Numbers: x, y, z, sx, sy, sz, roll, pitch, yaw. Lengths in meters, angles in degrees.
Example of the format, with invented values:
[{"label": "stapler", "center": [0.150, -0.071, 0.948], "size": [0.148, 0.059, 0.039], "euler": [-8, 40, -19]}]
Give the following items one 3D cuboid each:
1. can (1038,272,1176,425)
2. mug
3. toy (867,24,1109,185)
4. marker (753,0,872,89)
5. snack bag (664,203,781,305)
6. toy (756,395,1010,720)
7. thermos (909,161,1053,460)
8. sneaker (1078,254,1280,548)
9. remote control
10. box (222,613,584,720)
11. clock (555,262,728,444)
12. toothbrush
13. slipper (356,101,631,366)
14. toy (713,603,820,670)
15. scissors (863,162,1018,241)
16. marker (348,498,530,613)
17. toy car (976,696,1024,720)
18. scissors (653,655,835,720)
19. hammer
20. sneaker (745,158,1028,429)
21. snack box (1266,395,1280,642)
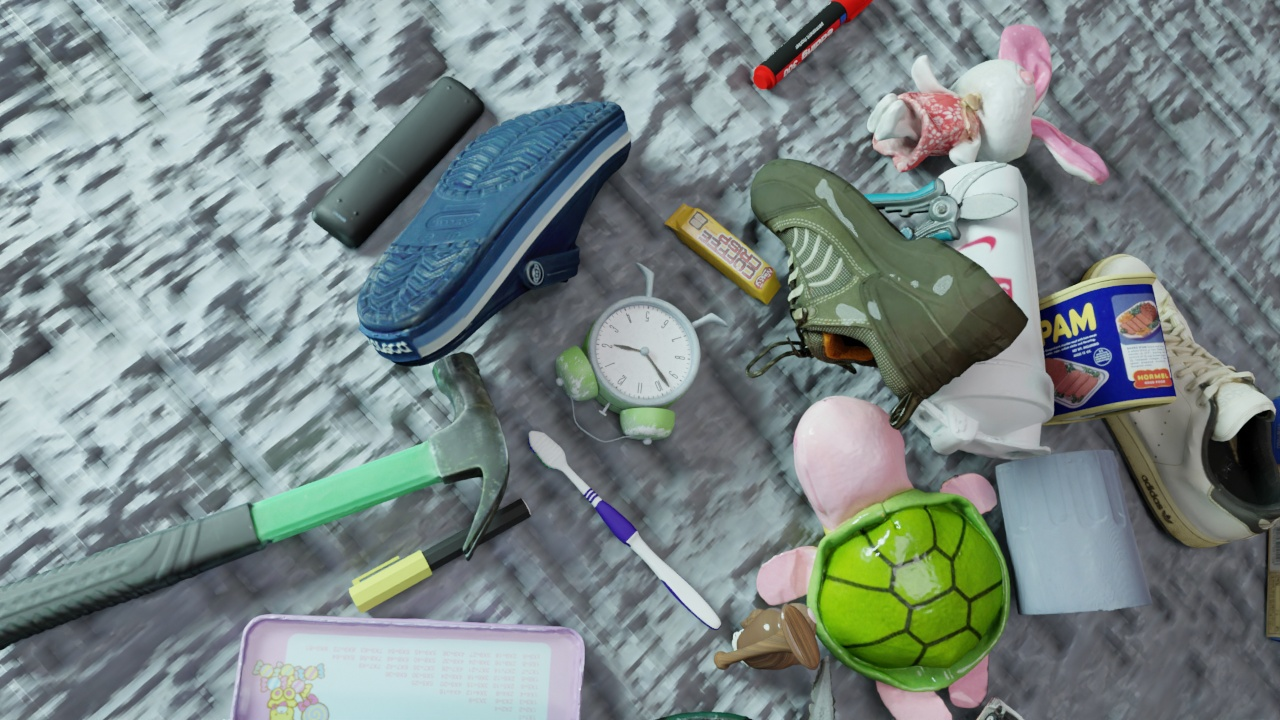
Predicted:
[{"label": "can", "center": [0.337, -0.005, 0.688], "size": [0.056, 0.116, 0.092], "euler": [-4, 79, -14]}, {"label": "mug", "center": [0.304, 0.124, 0.653], "size": [0.084, 0.124, 0.104], "euler": [-12, 74, 22]}, {"label": "toy", "center": [0.269, -0.198, 0.737], "size": [0.194, 0.084, 0.159], "euler": [-7, 70, -15]}, {"label": "marker", "center": [0.145, -0.271, 0.762], "size": [0.144, 0.021, 0.023], "euler": [-45, 119, -19]}, {"label": "snack bag", "center": [0.064, -0.081, 0.695], "size": [0.099, 0.020, 0.026], "euler": [40, 72, 0]}, {"label": "toy", "center": [0.175, 0.135, 0.630], "size": [0.190, 0.088, 0.238], "euler": [-20, 86, -6]}, {"label": "thermos", "center": [0.255, -0.037, 0.694], "size": [0.099, 0.099, 0.220], "euler": [10, 69, -10]}, {"label": "sneaker", "center": [0.420, 0.023, 0.705], "size": [0.088, 0.102, 0.241], "euler": [-15, 79, -16]}, {"label": "remote control", "center": [-0.172, -0.146, 0.658], "size": [0.041, 0.020, 0.151], "euler": [38, 70, -3]}, {"label": "box", "center": [-0.134, 0.199, 0.540], "size": [0.214, 0.093, 0.089], "euler": [6, 75, -11]}, {"label": "clock", "center": [-0.004, 0.004, 0.646], "size": [0.094, 0.043, 0.119], "euler": [35, 71, -1]}, {"label": "toothbrush", "center": [-0.011, 0.117, 0.630], "size": [0.186, 0.016, 0.015], "euler": [46, 71, -1]}, {"label": "slipper", "center": [-0.092, -0.084, 0.626], "size": [0.252, 0.105, 0.095], "euler": [-55, 134, -32]}, {"label": "toy", "center": [0.089, 0.181, 0.598], "size": [0.054, 0.102, 0.041], "euler": [-16, 74, -33]}, {"label": "scissors", "center": [0.197, -0.106, 0.695], "size": [0.124, 0.019, 0.156], "euler": [44, 109, 25]}, {"label": "marker", "center": [-0.130, 0.124, 0.600], "size": [0.123, 0.017, 0.021], "euler": [-27, 84, -19]}, {"label": "toy car", "center": [0.221, 0.285, 0.626], "size": [0.039, 0.039, 0.113], "euler": [41, 76, 0]}, {"label": "scissors", "center": [0.089, 0.295, 0.597], "size": [0.201, 0.015, 0.201], "euler": [-1, 85, -1]}, {"label": "hammer", "center": [-0.235, 0.102, 0.569], "size": [0.318, 0.032, 0.130], "euler": [-19, 70, -14]}, {"label": "sneaker", "center": [0.136, -0.037, 0.640], "size": [0.101, 0.238, 0.143], "euler": [28, 104, -43]}, {"label": "snack box", "center": [0.549, 0.126, 0.733], "size": [0.056, 0.057, 0.206], "euler": [17, 73, -10]}]
